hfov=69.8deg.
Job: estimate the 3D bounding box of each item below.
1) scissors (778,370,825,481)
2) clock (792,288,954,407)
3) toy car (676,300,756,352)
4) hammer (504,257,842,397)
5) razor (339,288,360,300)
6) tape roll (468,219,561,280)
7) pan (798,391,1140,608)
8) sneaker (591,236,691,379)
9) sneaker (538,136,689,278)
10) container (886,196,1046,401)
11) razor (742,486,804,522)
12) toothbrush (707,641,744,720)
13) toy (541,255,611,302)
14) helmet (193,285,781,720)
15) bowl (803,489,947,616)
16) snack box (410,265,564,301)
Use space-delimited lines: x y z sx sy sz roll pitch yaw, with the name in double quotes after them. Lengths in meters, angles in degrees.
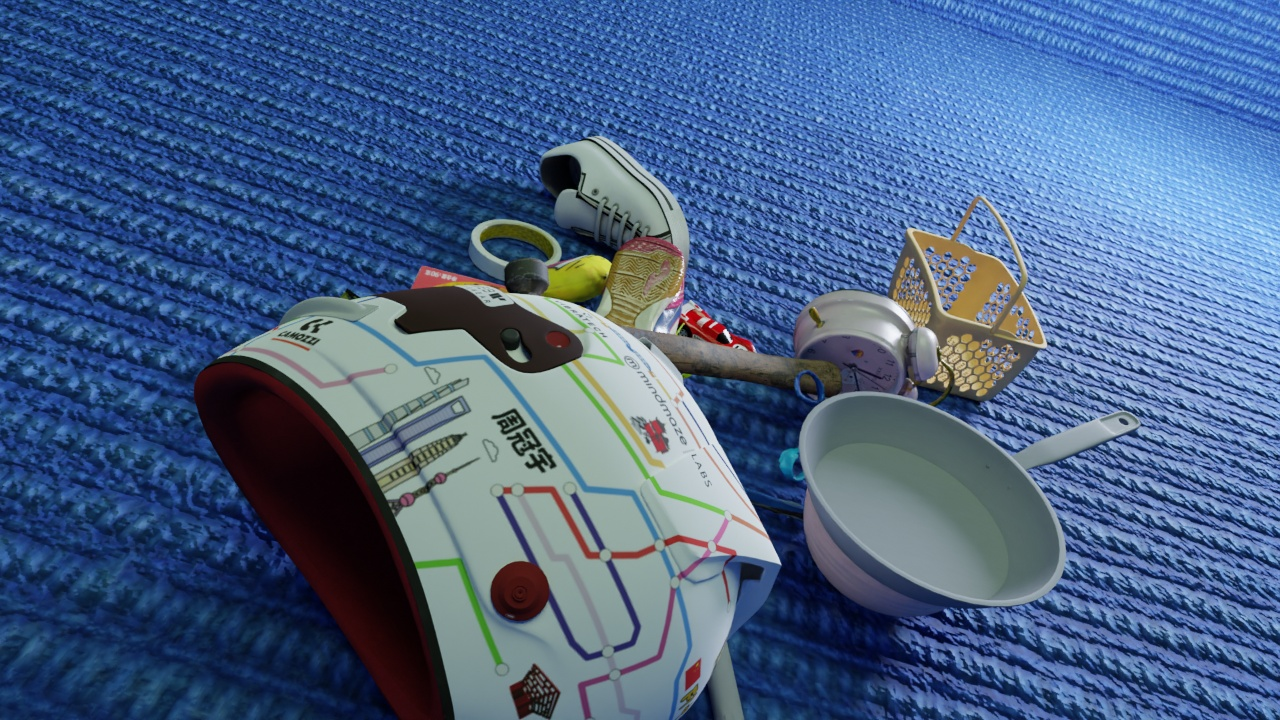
0.169 0.052 0.811 0.129 0.119 0.014 -18 13 -30 "scissors"
0.219 0.001 0.875 0.158 0.117 0.058 21 46 3 "clock"
0.074 -0.023 0.913 0.089 0.025 0.038 33 38 19 "toy car"
0.042 0.004 0.755 0.329 0.033 0.119 10 63 -32 "hammer"
-0.279 -0.022 0.756 0.044 0.021 0.143 32 40 17 "razor"
-0.129 -0.113 0.943 0.094 0.019 0.093 13 36 -10 "tape roll"
0.270 0.088 0.703 0.355 0.051 0.200 -8 45 -33 "pan"
-0.006 0.004 0.809 0.116 0.091 0.241 15 55 3 "sneaker"
-0.039 -0.163 1.000 0.097 0.091 0.245 -19 52 -26 "sneaker"
0.354 -0.071 0.984 0.129 0.167 0.183 14 36 -7 "container"
0.078 0.107 0.750 0.141 0.018 0.043 21 11 -2 "razor"
0.057 0.230 0.577 0.018 0.019 0.187 6 38 -14 "toothbrush"
-0.070 -0.077 0.885 0.094 0.041 0.095 -2 15 30 "toy"
-0.074 0.075 0.536 0.235 0.232 0.314 -28 63 -36 "helmet"
0.189 0.139 0.709 0.153 0.076 0.152 12 37 -9 "bowl"
-0.138 -0.014 0.790 0.142 0.040 0.144 14 36 -7 "snack box"
